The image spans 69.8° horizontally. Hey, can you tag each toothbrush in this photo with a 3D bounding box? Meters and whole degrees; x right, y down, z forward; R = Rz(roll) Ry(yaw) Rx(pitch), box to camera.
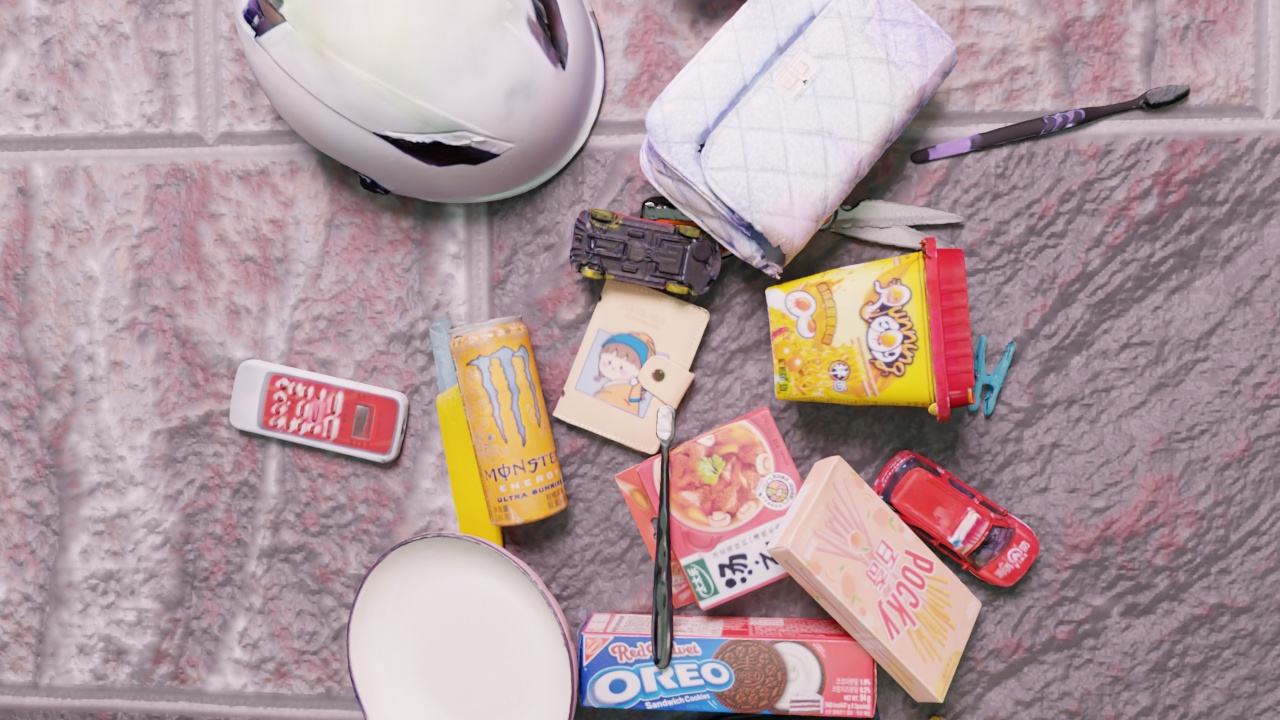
[{"bbox_3d":[0.067,0.271,0.676,0.213,0.027,0.026,-9,107,7],"label":"toothbrush"},{"bbox_3d":[0.282,-0.164,0.634,0.189,0.016,0.014,-13,92,8],"label":"toothbrush"},{"bbox_3d":[0.016,0.121,0.628,0.016,0.018,0.181,1,89,5],"label":"toothbrush"}]

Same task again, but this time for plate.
[{"bbox_3d":[-0.126,0.217,0.670,0.193,0.039,0.192,2,94,22],"label":"plate"}]

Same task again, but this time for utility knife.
[{"bbox_3d":[-0.131,0.065,0.689,0.033,0.015,0.207,-8,95,7],"label":"utility knife"}]

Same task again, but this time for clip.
[{"bbox_3d":[0.245,0.011,0.648,0.040,0.014,0.056,15,93,6],"label":"clip"}]

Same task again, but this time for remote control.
[{"bbox_3d":[-0.245,0.038,0.699,0.136,0.020,0.056,13,95,5],"label":"remote control"}]

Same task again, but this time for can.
[{"bbox_3d":[-0.096,0.044,0.664,0.058,0.058,0.146,-13,92,6],"label":"can"}]

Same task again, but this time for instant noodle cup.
[{"bbox_3d":[0.153,-0.018,0.613,0.124,0.116,0.116,-5,93,18],"label":"instant noodle cup"}]

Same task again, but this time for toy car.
[{"bbox_3d":[0.004,-0.076,0.645,0.106,0.031,0.049,10,104,3],"label":"toy car"},{"bbox_3d":[0.221,0.112,0.641,0.120,0.045,0.053,33,97,1],"label":"toy car"}]

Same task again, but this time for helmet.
[{"bbox_3d":[-0.155,-0.228,0.612,0.258,0.145,0.229,38,96,3],"label":"helmet"}]

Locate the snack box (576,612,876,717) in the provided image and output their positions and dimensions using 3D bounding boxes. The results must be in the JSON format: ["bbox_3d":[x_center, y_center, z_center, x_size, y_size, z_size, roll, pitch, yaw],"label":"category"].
[{"bbox_3d":[0.059,0.216,0.657,0.207,0.058,0.057,0,90,6],"label":"snack box"}]

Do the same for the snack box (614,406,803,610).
[{"bbox_3d":[0.057,0.110,0.658,0.127,0.044,0.113,-25,90,7],"label":"snack box"}]

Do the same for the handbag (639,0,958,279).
[{"bbox_3d":[0.099,-0.167,0.603,0.134,0.075,0.193,40,82,2],"label":"handbag"}]

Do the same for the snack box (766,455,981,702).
[{"bbox_3d":[0.160,0.147,0.620,0.157,0.026,0.084,45,56,-10],"label":"snack box"}]

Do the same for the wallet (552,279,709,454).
[{"bbox_3d":[-0.004,0.004,0.671,0.087,0.024,0.115,23,94,9],"label":"wallet"}]

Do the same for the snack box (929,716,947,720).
[{"bbox_3d":[0.228,0.385,0.642,0.157,0.070,0.210,30,95,3],"label":"snack box"}]

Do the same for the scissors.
[{"bbox_3d":[0.109,-0.095,0.658,0.234,0.021,0.163,34,102,-2],"label":"scissors"}]
